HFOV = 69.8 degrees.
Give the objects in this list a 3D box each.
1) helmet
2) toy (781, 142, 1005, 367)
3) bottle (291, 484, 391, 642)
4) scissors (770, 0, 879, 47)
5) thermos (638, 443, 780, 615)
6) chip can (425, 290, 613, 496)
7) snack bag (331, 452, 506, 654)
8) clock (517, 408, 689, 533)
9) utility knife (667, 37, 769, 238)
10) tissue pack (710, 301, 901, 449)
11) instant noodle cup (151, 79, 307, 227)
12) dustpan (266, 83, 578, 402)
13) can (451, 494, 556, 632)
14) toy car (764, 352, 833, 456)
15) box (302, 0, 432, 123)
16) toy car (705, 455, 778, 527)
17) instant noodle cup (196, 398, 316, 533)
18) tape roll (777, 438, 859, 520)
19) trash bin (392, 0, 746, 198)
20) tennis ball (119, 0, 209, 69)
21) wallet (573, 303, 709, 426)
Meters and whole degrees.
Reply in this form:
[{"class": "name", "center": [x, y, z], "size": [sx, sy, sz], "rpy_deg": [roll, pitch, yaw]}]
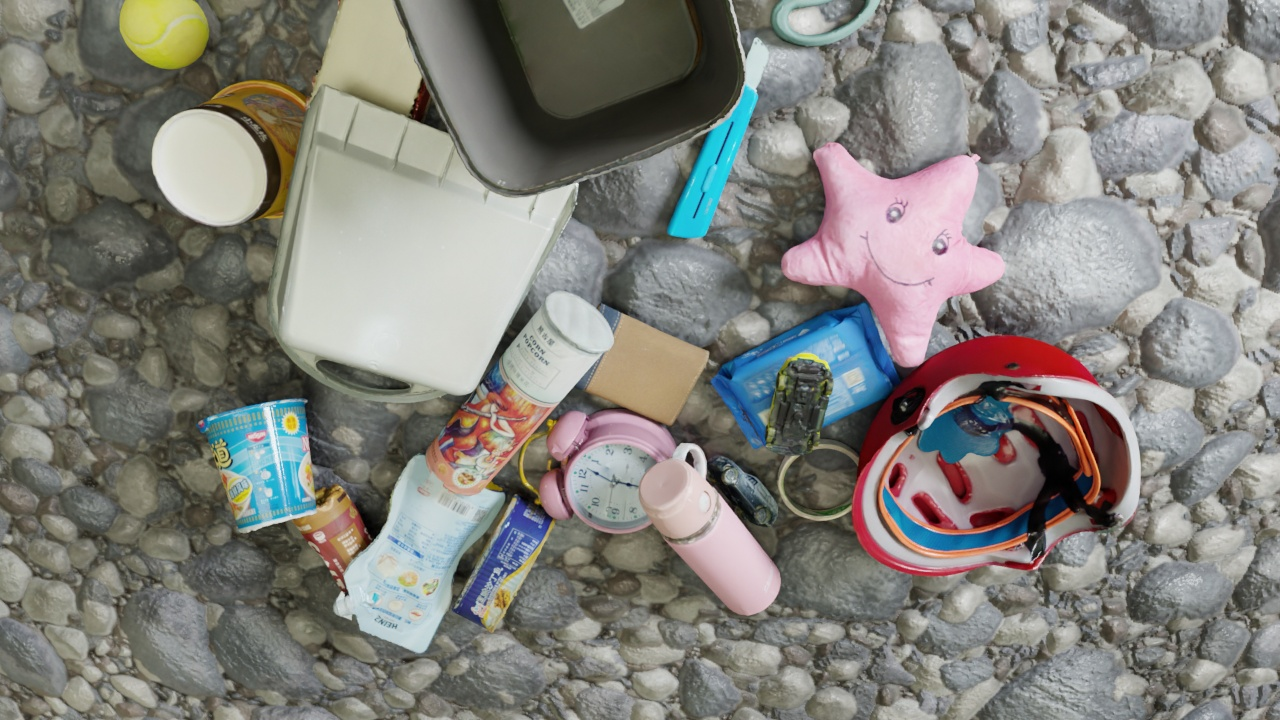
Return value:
[{"class": "helmet", "center": [0.299, 0.076, 0.814], "size": [0.241, 0.143, 0.207], "rpy_deg": [-33, 113, 27]}, {"class": "toy", "center": [0.217, -0.110, 0.779], "size": [0.194, 0.074, 0.178], "rpy_deg": [39, 94, -6]}, {"class": "bottle", "center": [-0.288, 0.212, 0.944], "size": [0.057, 0.057, 0.175], "rpy_deg": [-23, 109, 12]}, {"class": "scissors", "center": [0.157, -0.328, 0.725], "size": [0.170, 0.019, 0.179], "rpy_deg": [33, 109, -11]}, {"class": "thermos", "center": [0.069, 0.160, 0.870], "size": [0.067, 0.087, 0.198], "rpy_deg": [-3, 139, 36]}, {"class": "chip can", "center": [-0.115, 0.035, 0.840], "size": [0.071, 0.071, 0.215], "rpy_deg": [36, 119, -11]}, {"class": "snack bag", "center": [-0.221, 0.193, 0.913], "size": [0.110, 0.039, 0.191], "rpy_deg": [28, 93, -27]}, {"class": "clock", "center": [-0.039, 0.107, 0.887], "size": [0.158, 0.059, 0.117], "rpy_deg": [11, 111, -1]}, {"class": "utility knife", "center": [0.070, -0.186, 0.787], "size": [0.034, 0.018, 0.179], "rpy_deg": [20, 110, -4]}, {"class": "tissue pack", "center": [0.153, 0.015, 0.844], "size": [0.157, 0.052, 0.095], "rpy_deg": [-28, 110, 13]}, {"class": "instant noodle cup", "center": [-0.332, -0.168, 0.764], "size": [0.118, 0.114, 0.118], "rpy_deg": [1, 112, 3]}, {"class": "dustpan", "center": [-0.211, -0.073, 0.808], "size": [0.222, 0.142, 0.258], "rpy_deg": [18, 96, -20]}, {"class": "can", "center": [-0.138, 0.204, 0.925], "size": [0.049, 0.074, 0.148], "rpy_deg": [29, 110, -4]}, {"class": "toy car", "center": [0.138, 0.039, 0.809], "size": [0.048, 0.032, 0.105], "rpy_deg": [5, 125, 0]}, {"class": "box", "center": [-0.208, -0.252, 0.743], "size": [0.091, 0.077, 0.169], "rpy_deg": [24, 111, -7]}, {"class": "toy car", "center": [0.099, 0.127, 0.898], "size": [0.034, 0.043, 0.090], "rpy_deg": [-46, 106, -17]}, {"class": "instant noodle cup", "center": [-0.352, 0.100, 0.862], "size": [0.099, 0.099, 0.110], "rpy_deg": [-15, 87, 9]}, {"class": "tape roll", "center": [0.179, 0.118, 0.904], "size": [0.086, 0.013, 0.086], "rpy_deg": [1, 112, 2]}, {"class": "trash bin", "center": [-0.042, -0.251, 0.658], "size": [0.199, 0.219, 0.199], "rpy_deg": [-18, 111, 10]}, {"class": "tennis ball", "center": [-0.389, -0.273, 0.751], "size": [0.065, 0.065, 0.065], "rpy_deg": [1, 112, 3]}, {"class": "wallet", "center": [-0.005, 0.005, 0.860], "size": [0.115, 0.033, 0.090], "rpy_deg": [23, 114, -7]}]
